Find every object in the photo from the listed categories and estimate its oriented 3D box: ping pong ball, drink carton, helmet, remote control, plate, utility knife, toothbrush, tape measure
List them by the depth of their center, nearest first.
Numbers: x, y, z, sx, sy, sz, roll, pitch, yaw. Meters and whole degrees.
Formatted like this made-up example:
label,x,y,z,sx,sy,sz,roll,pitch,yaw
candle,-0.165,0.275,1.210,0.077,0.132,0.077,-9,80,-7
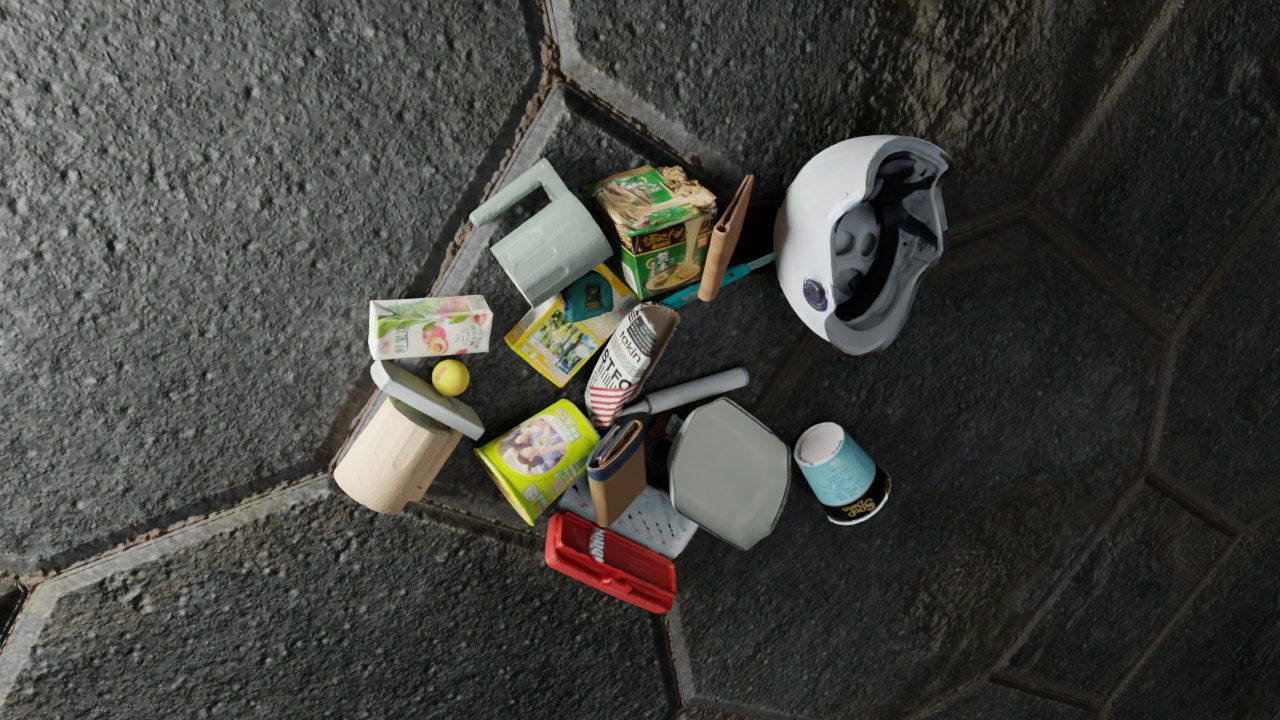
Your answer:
label,x,y,z,sx,sy,sz,roll,pitch,yaw
drink carton,-0.221,-0.036,0.963,0.122,0.045,0.054,-5,128,-24
remote control,-0.230,0.042,0.994,0.135,0.056,0.019,34,97,-37
ping pong ball,-0.207,0.019,1.003,0.040,0.040,0.040,-12,120,-22
tape measure,-0.057,-0.070,1.003,0.058,0.025,0.055,-18,123,-19
utility knife,0.075,-0.085,1.070,0.185,0.013,0.029,-25,152,16
helmet,0.242,-0.143,1.081,0.228,0.146,0.259,-28,132,-31
toothbrush,0.036,0.048,1.155,0.220,0.026,0.027,-16,111,-20
plate,0.115,0.150,1.211,0.265,0.034,0.162,36,74,-45

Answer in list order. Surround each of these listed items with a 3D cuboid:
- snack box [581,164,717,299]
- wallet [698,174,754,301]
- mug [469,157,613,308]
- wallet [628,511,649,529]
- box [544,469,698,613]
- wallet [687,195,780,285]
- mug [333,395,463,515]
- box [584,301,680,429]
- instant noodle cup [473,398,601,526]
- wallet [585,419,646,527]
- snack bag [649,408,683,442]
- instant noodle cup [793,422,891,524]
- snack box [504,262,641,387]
label,x,y,z,sx,sy,sz,roll,pitch,yaw
snack box,0.013,-0.135,0.999,0.117,0.118,0.106,-20,133,-18
wallet,0.096,-0.136,1.013,0.020,0.115,0.101,20,138,8
mug,-0.105,-0.131,0.962,0.103,0.084,0.124,-37,100,-4
wallet,-0.028,0.227,1.216,0.119,0.035,0.131,10,110,-24
box,-0.022,0.223,1.163,0.201,0.069,0.157,31,69,-29
wallet,0.112,-0.144,1.098,0.122,0.020,0.096,-11,115,-21
mug,-0.257,0.105,1.007,0.103,0.084,0.124,-55,150,6
box,-0.006,0.006,1.064,0.086,0.075,0.163,-9,139,-38
instant noodle cup,-0.111,0.111,1.067,0.123,0.112,0.112,-37,127,-15
wallet,-0.026,0.134,1.083,0.090,0.033,0.115,-45,146,-32
snack bag,0.058,0.098,1.192,0.105,0.026,0.045,32,89,-36
instant noodle cup,0.279,0.152,1.295,0.111,0.111,0.120,-41,119,-3
snack box,-0.076,-0.046,1.043,0.140,0.034,0.087,-48,127,1
